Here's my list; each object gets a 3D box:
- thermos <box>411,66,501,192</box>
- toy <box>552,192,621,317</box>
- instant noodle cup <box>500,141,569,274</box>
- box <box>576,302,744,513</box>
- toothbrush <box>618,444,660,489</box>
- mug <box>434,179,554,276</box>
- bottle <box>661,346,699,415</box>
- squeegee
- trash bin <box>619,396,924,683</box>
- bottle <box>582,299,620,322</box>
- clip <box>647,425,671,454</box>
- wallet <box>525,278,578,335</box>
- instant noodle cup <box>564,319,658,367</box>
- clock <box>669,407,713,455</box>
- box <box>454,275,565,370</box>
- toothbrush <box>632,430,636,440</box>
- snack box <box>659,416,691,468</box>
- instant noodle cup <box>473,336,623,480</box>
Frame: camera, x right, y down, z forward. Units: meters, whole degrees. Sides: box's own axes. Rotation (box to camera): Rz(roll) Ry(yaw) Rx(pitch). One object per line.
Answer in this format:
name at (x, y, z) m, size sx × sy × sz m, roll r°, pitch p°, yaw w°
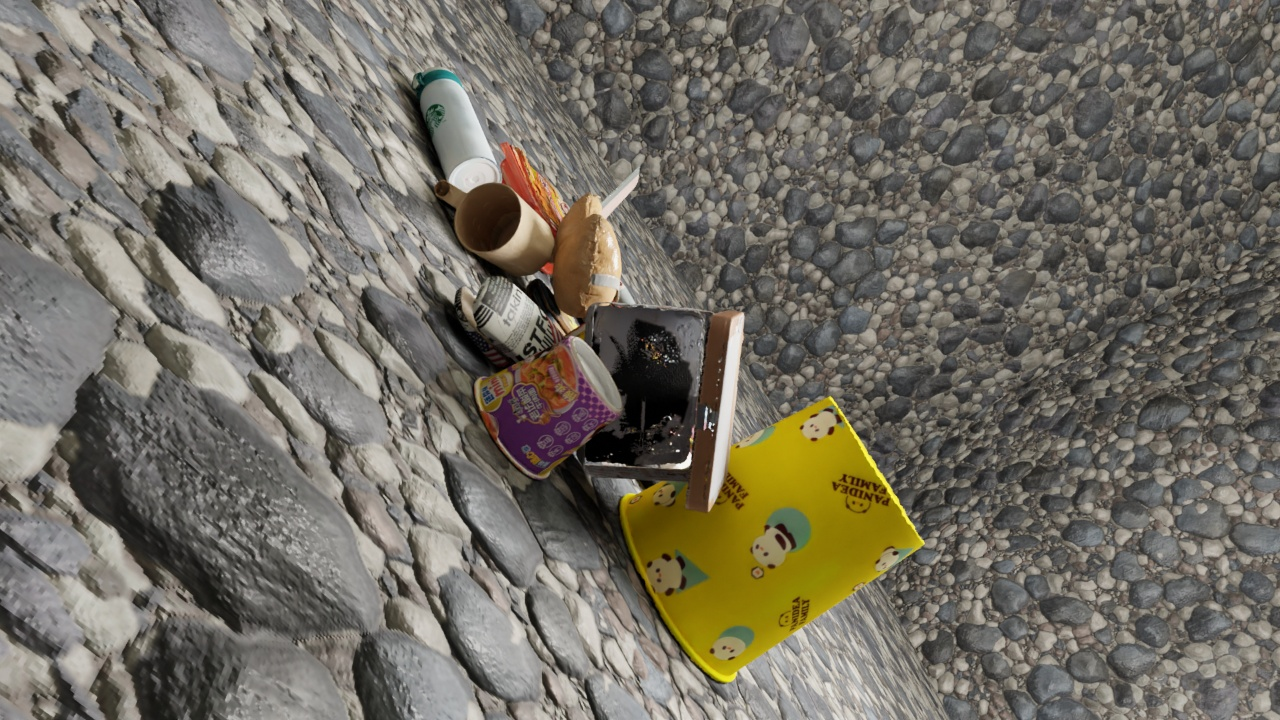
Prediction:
thermos at (-0.241, -0.298, 1.177) m, size 0.073 × 0.073 × 0.224 m, roll 44°, pitch 16°, yaw -52°
toy at (-0.070, -0.135, 1.143) m, size 0.082 × 0.144 × 0.225 m, roll 13°, pitch 23°, yaw -14°
instant noodle cup at (-0.145, -0.201, 1.292) m, size 0.164 × 0.079 × 0.189 m, roll 63°, pitch 10°, yaw 29°
box at (0.026, 0.039, 0.873) m, size 0.192 × 0.156 × 0.183 m, roll -148°, pitch -118°, yaw -82°
toothbrush at (-0.014, 0.106, 1.127) m, size 0.212 × 0.026 × 0.027 m, roll 56°, pitch 19°, yaw -4°
mug at (-0.172, -0.159, 1.077) m, size 0.125 × 0.084 × 0.103 m, roll 33°, pitch -1°, yaw 21°
bottle at (0.012, -0.001, 1.400) m, size 0.195 × 0.044 × 0.079 m, roll 49°, pitch 37°, yaw 15°
squeegee at (-0.029, -0.108, 1.315) m, size 0.246 × 0.040 × 0.250 m, roll -50°, pitch 127°, yaw -42°
trash bin at (0.145, 0.182, 0.993) m, size 0.229 × 0.255 × 0.229 m, roll 55°, pitch 10°, yaw -14°
bottle at (-0.042, -0.037, 1.353) m, size 0.206 × 0.060 × 0.059 m, roll 65°, pitch 11°, yaw 8°
clip at (0.015, 0.087, 1.269) m, size 0.097 × 0.034 × 0.061 m, roll 64°, pitch 0°, yaw 1°
wallet at (-0.100, -0.041, 1.159) m, size 0.115 × 0.033 × 0.090 m, roll 54°, pitch 9°, yaw -40°
instant noodle cup at (-0.033, 0.005, 1.028) m, size 0.116 × 0.116 × 0.124 m, roll 57°, pitch -6°, yaw -2°
clock at (0.090, 0.116, 1.505) m, size 0.117 × 0.060 × 0.158 m, roll 63°, pitch 10°, yaw 26°
box at (-0.130, -0.012, 0.908) m, size 0.163 × 0.081 × 0.074 m, roll 49°, pitch 44°, yaw -46°
toothbrush at (-0.011, 0.085, 1.225) m, size 0.191 × 0.016 × 0.018 m, roll -110°, pitch -170°, yaw -53°
snack box at (0.047, 0.133, 1.341) m, size 0.085 × 0.027 × 0.156 m, roll 51°, pitch 13°, yaw -33°
instant noodle cup at (-0.077, 0.038, 0.826) m, size 0.111 × 0.099 × 0.111 m, roll 56°, pitch 11°, yaw -16°
